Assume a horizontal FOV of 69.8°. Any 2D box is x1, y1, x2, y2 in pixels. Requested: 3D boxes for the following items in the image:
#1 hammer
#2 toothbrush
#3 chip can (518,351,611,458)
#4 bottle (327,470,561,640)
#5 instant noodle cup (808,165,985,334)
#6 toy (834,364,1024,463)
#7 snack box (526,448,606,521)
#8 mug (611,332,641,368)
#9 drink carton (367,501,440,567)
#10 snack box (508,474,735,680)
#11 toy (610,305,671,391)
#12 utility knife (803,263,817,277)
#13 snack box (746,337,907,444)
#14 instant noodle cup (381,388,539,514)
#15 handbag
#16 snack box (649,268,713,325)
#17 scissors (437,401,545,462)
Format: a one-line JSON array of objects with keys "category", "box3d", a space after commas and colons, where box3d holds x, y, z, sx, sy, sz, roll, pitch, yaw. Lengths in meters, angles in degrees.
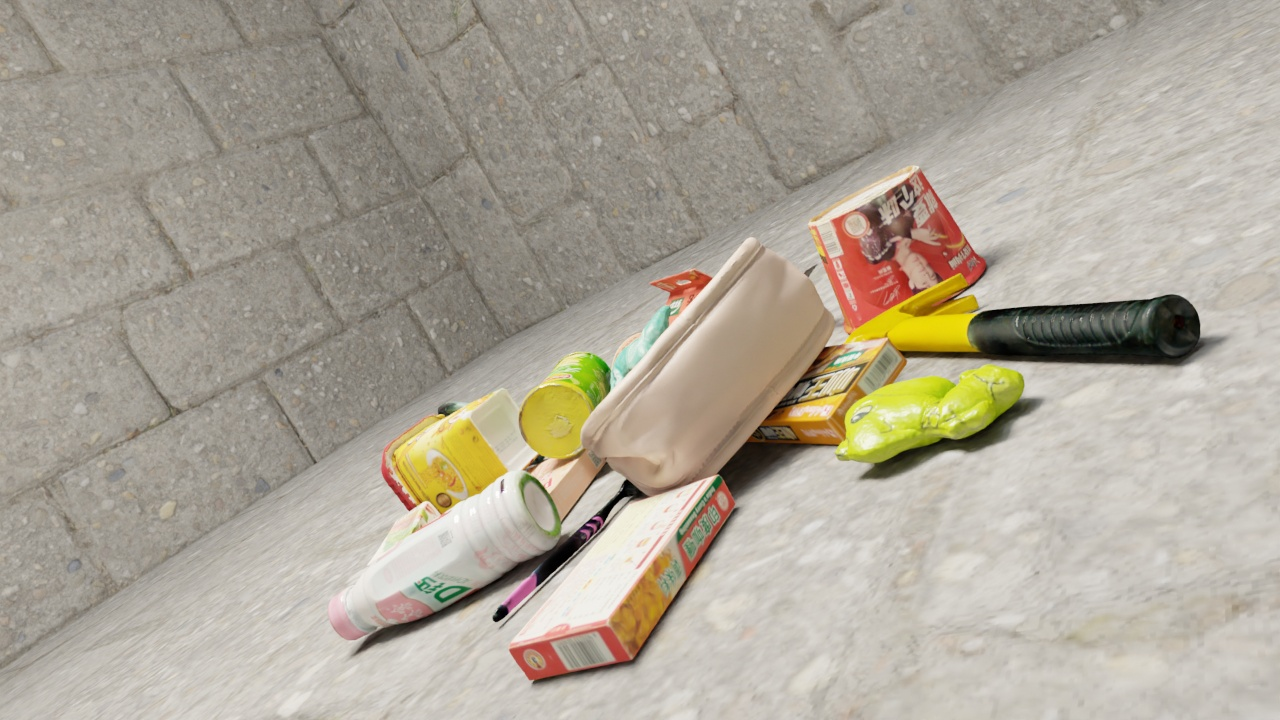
[{"category": "hammer", "box3d": [0.225, -0.019, 0.594, 0.128, 0.033, 0.301, -33, 9, -12]}, {"category": "toothbrush", "box3d": [-0.043, 0.131, 0.674, 0.018, 0.014, 0.188, -9, 20, 41]}, {"category": "chip can", "box3d": [-0.070, 0.039, 0.933, 0.072, 0.072, 0.221, -29, 6, 7]}, {"category": "bottle", "box3d": [-0.158, 0.159, 0.720, 0.197, 0.068, 0.068, -31, 8, 13]}, {"category": "instant noodle cup", "box3d": [0.224, -0.102, 0.826, 0.138, 0.108, 0.138, -29, 9, 5]}, {"category": "toy", "box3d": [0.162, 0.030, 0.522, 0.096, 0.031, 0.100, -34, 14, -27]}, {"category": "snack box", "box3d": [-0.091, 0.124, 0.826, 0.085, 0.026, 0.157, -26, 9, 23]}, {"category": "mug", "box3d": [0.017, 0.025, 0.907, 0.114, 0.081, 0.106, -58, 16, -8]}, {"category": "drink carton", "box3d": [-0.202, 0.173, 0.821, 0.045, 0.053, 0.122, -33, 8, 3]}, {"category": "snack box", "box3d": [-0.006, 0.123, 0.542, 0.077, 0.027, 0.155, -24, 10, 34]}, {"category": "toy", "box3d": [-0.005, 0.005, 0.821, 0.092, 0.030, 0.096, -44, 20, 60]}, {"category": "utility knife", "box3d": [0.151, -0.059, 0.935, 0.033, 0.015, 0.216, -40, -8, -10]}, {"category": "snack box", "box3d": [0.116, 0.024, 0.659, 0.075, 0.026, 0.154, -48, 16, -20]}, {"category": "instant noodle cup", "box3d": [-0.172, 0.097, 0.915, 0.124, 0.116, 0.116, -33, 6, 29]}, {"category": "handbag", "box3d": [0.029, 0.020, 0.720, 0.193, 0.093, 0.235, -47, 5, -20]}, {"category": "snack box", "box3d": [0.079, -0.042, 0.906, 0.113, 0.127, 0.044, -7, 65, 69]}, {"category": "scissors", "box3d": [-0.145, 0.075, 0.991, 0.177, 0.171, 0.019, -11, 52, 47]}]
